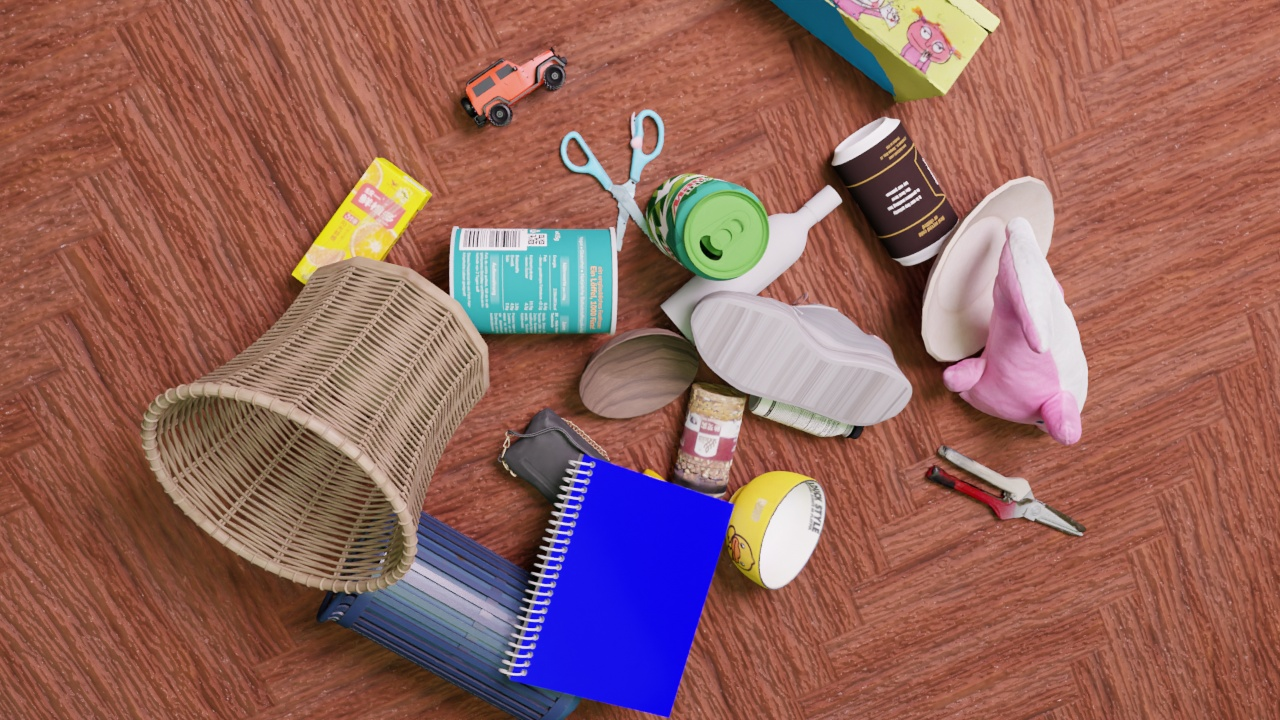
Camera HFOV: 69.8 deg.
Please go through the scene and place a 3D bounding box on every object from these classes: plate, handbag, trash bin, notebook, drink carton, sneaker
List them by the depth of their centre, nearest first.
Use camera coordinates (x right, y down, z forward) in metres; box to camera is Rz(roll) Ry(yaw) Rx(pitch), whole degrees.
[{"bbox_3d":[-0.256,-0.117,0.846,0.058,0.043,0.134,37,96,-11],"label":"drink carton"},{"bbox_3d":[-0.019,0.210,0.856,0.171,0.022,0.209,20,83,-18],"label":"notebook"},{"bbox_3d":[0.324,-0.088,0.876,0.188,0.027,0.189,-23,131,-29],"label":"plate"},{"bbox_3d":[0.149,-0.018,0.882,0.236,0.089,0.099,24,120,-19],"label":"sneaker"},{"bbox_3d":[-0.165,0.247,0.889,0.249,0.139,0.139,34,97,-13],"label":"trash bin"},{"bbox_3d":[-0.080,0.107,0.908,0.079,0.054,0.128,-43,105,9],"label":"handbag"}]

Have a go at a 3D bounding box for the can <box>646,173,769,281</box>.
[{"bbox_3d":[0.058,-0.121,0.818,0.083,0.144,0.083,-3,105,-10],"label":"can"}]

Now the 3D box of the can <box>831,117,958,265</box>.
[{"bbox_3d":[0.241,-0.159,0.867,0.072,0.072,0.128,-36,103,3],"label":"can"}]

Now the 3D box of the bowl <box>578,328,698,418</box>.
[{"bbox_3d":[-0.005,0.005,0.884,0.119,0.032,0.119,-13,140,-11],"label":"bowl"}]

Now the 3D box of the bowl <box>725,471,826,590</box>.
[{"bbox_3d":[0.127,0.163,0.922,0.117,0.068,0.117,-23,122,-42],"label":"bowl"}]

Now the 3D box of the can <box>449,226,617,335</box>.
[{"bbox_3d":[-0.096,-0.072,0.841,0.144,0.099,0.099,0,103,-5],"label":"can"}]

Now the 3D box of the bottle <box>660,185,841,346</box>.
[{"bbox_3d":[0.110,-0.096,0.879,0.195,0.052,0.052,-40,103,4],"label":"bottle"}]

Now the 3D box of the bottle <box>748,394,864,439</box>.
[{"bbox_3d":[0.169,0.051,0.924,0.116,0.041,0.041,20,100,-9],"label":"bottle"}]

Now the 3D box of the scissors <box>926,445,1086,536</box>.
[{"bbox_3d":[0.391,0.151,0.980,0.140,0.015,0.189,-32,104,1],"label":"scissors"}]

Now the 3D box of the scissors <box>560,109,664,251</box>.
[{"bbox_3d":[-0.029,-0.171,0.871,0.118,0.015,0.139,8,99,-8],"label":"scissors"}]

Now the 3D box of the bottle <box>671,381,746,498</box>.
[{"bbox_3d":[0.068,0.079,0.913,0.056,0.056,0.105,10,101,-8],"label":"bottle"}]

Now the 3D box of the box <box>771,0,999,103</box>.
[{"bbox_3d":[0.184,-0.323,0.801,0.221,0.124,0.079,35,97,-10],"label":"box"}]

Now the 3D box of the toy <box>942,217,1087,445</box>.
[{"bbox_3d":[0.352,-0.005,0.872,0.128,0.186,0.266,-9,141,21],"label":"toy"}]

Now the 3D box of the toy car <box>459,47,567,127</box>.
[{"bbox_3d":[-0.113,-0.248,0.824,0.100,0.051,0.049,-34,105,3],"label":"toy car"}]

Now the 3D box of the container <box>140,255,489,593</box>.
[{"bbox_3d":[-0.251,0.045,0.767,0.227,0.195,0.227,11,133,12],"label":"container"}]

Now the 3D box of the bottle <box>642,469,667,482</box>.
[{"bbox_3d":[-0.024,0.178,0.933,0.043,0.043,0.144,38,97,-12],"label":"bottle"}]
